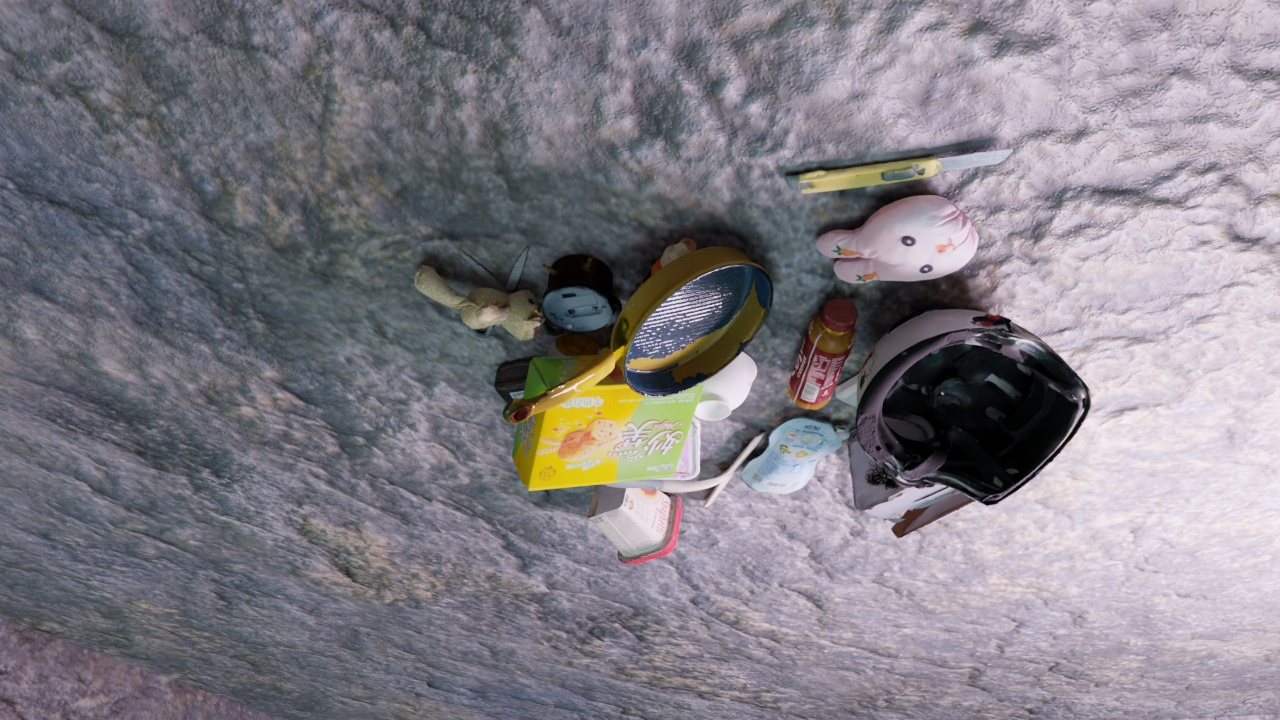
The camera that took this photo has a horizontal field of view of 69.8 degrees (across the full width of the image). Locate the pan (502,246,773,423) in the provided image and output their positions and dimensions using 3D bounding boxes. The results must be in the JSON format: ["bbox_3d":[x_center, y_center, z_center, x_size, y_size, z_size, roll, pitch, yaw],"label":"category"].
[{"bbox_3d":[0.001,-0.011,0.974,0.356,0.078,0.198,-16,142,-31],"label":"pan"}]

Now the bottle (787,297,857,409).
[{"bbox_3d":[0.225,-0.007,1.126,0.057,0.057,0.175,5,145,-2],"label":"bottle"}]

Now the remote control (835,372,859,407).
[{"bbox_3d":[0.312,0.026,1.196,0.049,0.024,0.125,22,140,-26],"label":"remote control"}]

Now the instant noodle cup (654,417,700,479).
[{"bbox_3d":[-0.003,0.104,1.293,0.173,0.060,0.138,-1,136,4],"label":"instant noodle cup"}]

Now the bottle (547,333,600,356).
[{"bbox_3d":[-0.096,0.057,1.189,0.068,0.067,0.190,8,123,-7],"label":"bottle"}]

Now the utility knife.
[{"bbox_3d":[0.253,-0.189,0.908,0.216,0.022,0.031,-10,149,11],"label":"utility knife"}]

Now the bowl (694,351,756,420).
[{"bbox_3d":[0.094,0.039,1.198,0.118,0.064,0.118,2,144,1],"label":"bowl"}]

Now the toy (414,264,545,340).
[{"bbox_3d":[-0.187,-0.069,1.065,0.157,0.066,0.105,21,170,-12],"label":"toy"}]

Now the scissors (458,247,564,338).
[{"bbox_3d":[-0.155,-0.076,1.100,0.159,0.014,0.180,18,141,-19],"label":"scissors"}]

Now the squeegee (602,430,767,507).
[{"bbox_3d":[0.039,0.181,1.386,0.246,0.039,0.247,2,146,-18],"label":"squeegee"}]

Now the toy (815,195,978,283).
[{"bbox_3d":[0.270,-0.121,0.970,0.160,0.054,0.121,-14,142,35],"label":"toy"}]

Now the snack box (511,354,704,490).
[{"bbox_3d":[-0.041,0.073,1.134,0.209,0.070,0.158,-2,125,-26],"label":"snack box"}]

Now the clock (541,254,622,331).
[{"bbox_3d":[-0.067,-0.070,1.064,0.082,0.055,0.122,-8,144,14],"label":"clock"}]

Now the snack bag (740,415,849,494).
[{"bbox_3d":[0.227,0.138,1.353,0.110,0.038,0.191,15,142,-8],"label":"snack bag"}]

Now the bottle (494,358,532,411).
[{"bbox_3d":[-0.127,0.068,1.277,0.080,0.044,0.195,-11,143,20],"label":"bottle"}]

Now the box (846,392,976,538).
[{"bbox_3d":[0.415,0.155,1.264,0.174,0.151,0.183,22,141,-28],"label":"box"}]

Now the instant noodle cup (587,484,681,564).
[{"bbox_3d":[-0.012,0.248,1.474,0.117,0.116,0.124,-24,125,33],"label":"instant noodle cup"}]

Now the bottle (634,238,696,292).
[{"bbox_3d":[0.029,-0.080,1.042,0.066,0.066,0.150,13,137,-14],"label":"bottle"}]

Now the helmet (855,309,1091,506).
[{"bbox_3d":[0.370,0.032,1.080,0.274,0.156,0.231,18,120,-12],"label":"helmet"}]
